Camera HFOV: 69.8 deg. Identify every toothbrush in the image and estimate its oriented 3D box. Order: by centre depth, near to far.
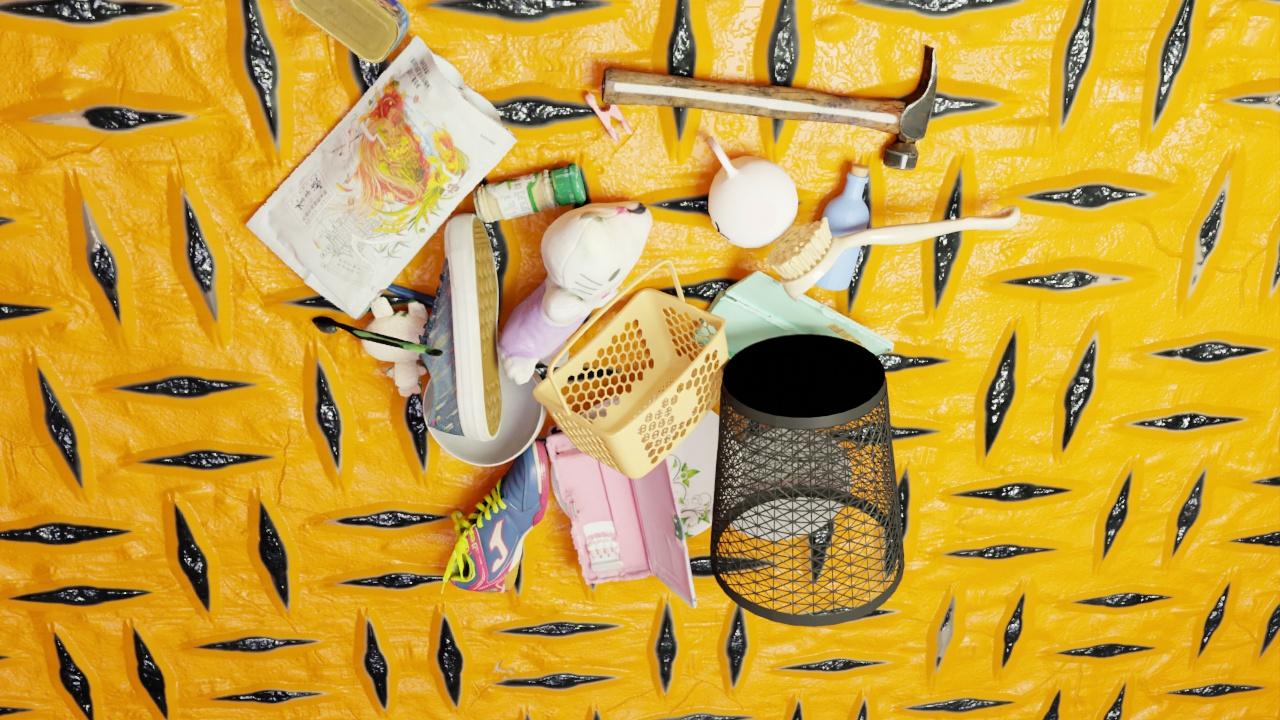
[{"bbox_3d":[-0.275,-0.023,0.955,0.188,0.014,0.017,13,139,29],"label":"toothbrush"},{"bbox_3d":[-0.244,-0.067,0.987,0.190,0.017,0.016,20,116,-15],"label":"toothbrush"}]

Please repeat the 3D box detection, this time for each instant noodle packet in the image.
[{"bbox_3d":[-0.257,-0.172,0.904,0.270,0.057,0.147,-42,101,18],"label":"instant noodle packet"}]

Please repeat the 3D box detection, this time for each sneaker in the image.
[{"bbox_3d":[-0.192,-0.033,0.941,0.079,0.087,0.235,-1,95,8],"label":"sneaker"},{"bbox_3d":[-0.172,0.190,1.080,0.091,0.116,0.242,9,125,-20],"label":"sneaker"}]

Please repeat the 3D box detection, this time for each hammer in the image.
[{"bbox_3d":[0.127,-0.261,0.895,0.330,0.033,0.120,3,115,-10],"label":"hammer"}]

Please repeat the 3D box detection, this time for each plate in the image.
[{"bbox_3d":[0.007,0.128,1.108,0.229,0.030,0.230,-1,120,-2],"label":"plate"},{"bbox_3d":[0.176,0.151,1.142,0.173,0.019,0.173,-2,119,-4],"label":"plate"}]

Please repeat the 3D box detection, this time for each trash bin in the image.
[{"bbox_3d":[0.175,0.117,0.983,0.217,0.216,0.243,-7,120,-1],"label":"trash bin"}]

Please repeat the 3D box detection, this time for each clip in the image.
[{"bbox_3d":[-0.037,-0.240,0.906,0.041,0.023,0.059,-23,113,11],"label":"clip"}]

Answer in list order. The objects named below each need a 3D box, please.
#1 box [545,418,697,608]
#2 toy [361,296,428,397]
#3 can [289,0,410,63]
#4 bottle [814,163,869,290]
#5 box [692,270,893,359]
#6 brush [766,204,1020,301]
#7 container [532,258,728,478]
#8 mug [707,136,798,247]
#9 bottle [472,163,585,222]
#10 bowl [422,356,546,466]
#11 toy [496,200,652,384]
[{"bbox_3d":[-0.013,0.174,1.076,0.173,0.075,0.233,7,124,26],"label":"box"},{"bbox_3d":[-0.257,-0.021,0.993,0.087,0.050,0.112,-5,118,1],"label":"toy"},{"bbox_3d":[-0.261,-0.316,0.823,0.100,0.059,0.054,34,111,-20],"label":"can"},{"bbox_3d":[0.213,-0.142,0.965,0.048,0.048,0.131,7,118,-8],"label":"bottle"},{"bbox_3d":[0.168,-0.029,1.023,0.187,0.056,0.138,26,131,-19],"label":"box"},{"bbox_3d":[0.259,-0.123,0.928,0.272,0.062,0.077,-14,126,-8],"label":"brush"},{"bbox_3d":[-0.006,0.006,0.943,0.183,0.129,0.167,-44,135,-25],"label":"container"},{"bbox_3d":[0.104,-0.172,0.923,0.090,0.076,0.124,-33,117,13],"label":"mug"},{"bbox_3d":[-0.113,-0.168,0.929,0.110,0.042,0.043,-12,119,4],"label":"bottle"},{"bbox_3d":[-0.169,0.047,1.021,0.132,0.064,0.132,0,97,3],"label":"bowl"},{"bbox_3d":[-0.071,-0.078,0.945,0.085,0.137,0.210,40,114,12],"label":"toy"}]
